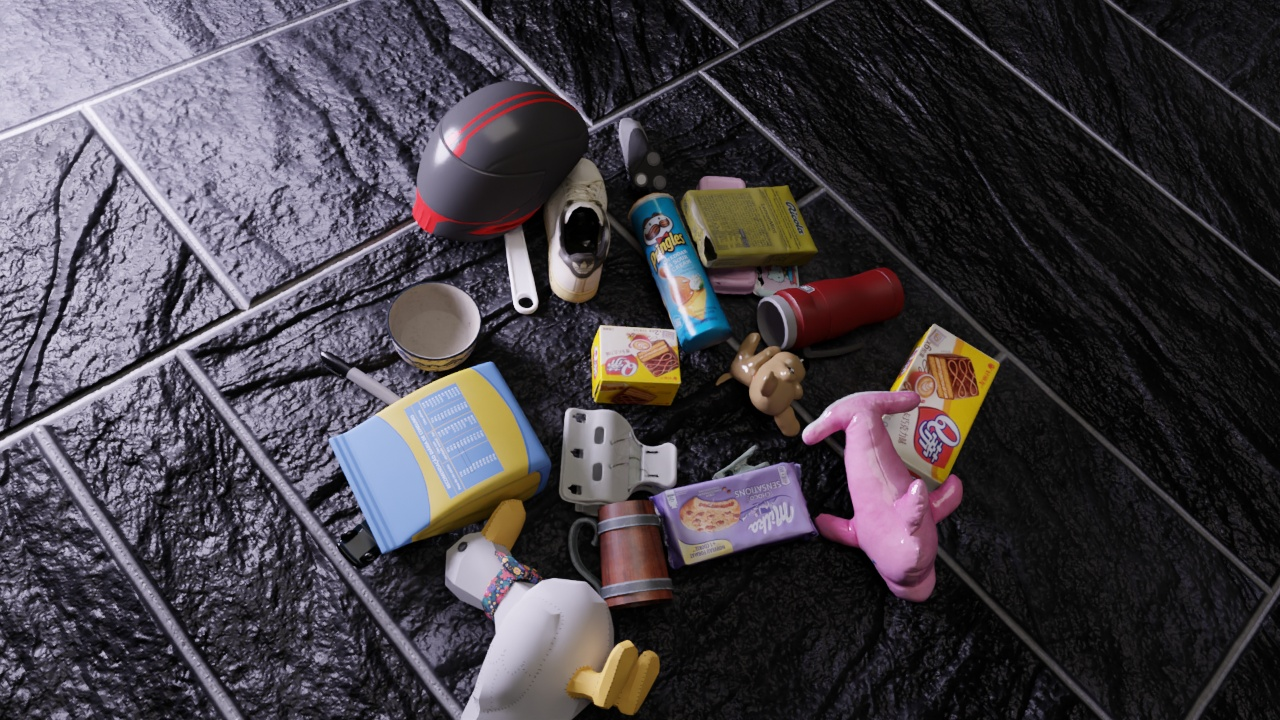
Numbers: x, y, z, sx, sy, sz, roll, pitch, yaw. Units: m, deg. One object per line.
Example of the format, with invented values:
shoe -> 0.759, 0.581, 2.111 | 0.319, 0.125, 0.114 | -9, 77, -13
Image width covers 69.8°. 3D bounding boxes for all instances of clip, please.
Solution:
clip -> 0.126, 0.138, 1.167 | 0.074, 0.023, 0.035 | -26, 70, -22
clip -> -0.029, 0.131, 1.127 | 0.151, 0.092, 0.125 | 14, 59, -21

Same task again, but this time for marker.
marker -> -0.340, 0.029, 1.134 | 0.138, 0.016, 0.022 | 33, 90, 7

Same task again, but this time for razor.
razor -> -0.003, -0.315, 1.384 | 0.057, 0.060, 0.156 | 4, 39, -23

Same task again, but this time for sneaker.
sneaker -> -0.087, -0.203, 1.269 | 0.089, 0.103, 0.241 | 4, 59, -10

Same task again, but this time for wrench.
wrench -> -0.180, -0.183, 1.289 | 0.066, 0.018, 0.273 | -6, 63, -15

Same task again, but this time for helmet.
helmet -> -0.187, -0.282, 1.232 | 0.264, 0.170, 0.164 | -33, 73, -25

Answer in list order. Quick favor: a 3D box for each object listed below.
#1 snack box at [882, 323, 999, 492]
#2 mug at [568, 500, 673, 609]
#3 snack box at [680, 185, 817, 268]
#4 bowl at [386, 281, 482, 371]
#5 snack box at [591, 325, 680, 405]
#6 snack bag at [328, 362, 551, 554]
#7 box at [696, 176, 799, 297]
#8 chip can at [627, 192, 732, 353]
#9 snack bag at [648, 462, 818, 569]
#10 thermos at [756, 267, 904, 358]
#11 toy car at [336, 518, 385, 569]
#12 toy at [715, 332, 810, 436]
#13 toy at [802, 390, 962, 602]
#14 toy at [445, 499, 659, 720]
snack box -> 0.390, 0.068, 1.240 | 0.110, 0.062, 0.229 | 33, 59, 7
mug -> -0.026, 0.226, 1.052 | 0.118, 0.081, 0.111 | -15, 70, 20
snack box -> 0.149, -0.186, 1.293 | 0.180, 0.045, 0.121 | -7, 64, -28
bowl -> -0.260, -0.036, 1.161 | 0.115, 0.059, 0.115 | 5, 60, -9
snack box -> -0.007, 0.007, 1.189 | 0.105, 0.061, 0.083 | 3, 60, -10
snack bag -> -0.229, 0.113, 1.054 | 0.204, 0.102, 0.159 | -22, 66, -25
box -> 0.159, -0.181, 1.345 | 0.154, 0.045, 0.201 | 4, 61, -11
chip can -> 0.053, -0.120, 1.266 | 0.079, 0.080, 0.229 | -12, 65, -19
snack bag -> 0.115, 0.189, 1.114 | 0.205, 0.059, 0.096 | -9, 67, -21
thermos -> 0.268, -0.061, 1.283 | 0.198, 0.084, 0.108 | -15, 98, -22
toy car -> -0.290, 0.189, 1.039 | 0.046, 0.034, 0.111 | 44, 54, 7
toy -> 0.166, 0.023, 1.206 | 0.105, 0.134, 0.108 | -40, 46, -6
toy -> 0.304, 0.164, 1.103 | 0.186, 0.128, 0.265 | -18, 84, 0
toy -> -0.117, 0.289, 0.967 | 0.268, 0.141, 0.246 | 18, 73, 27
